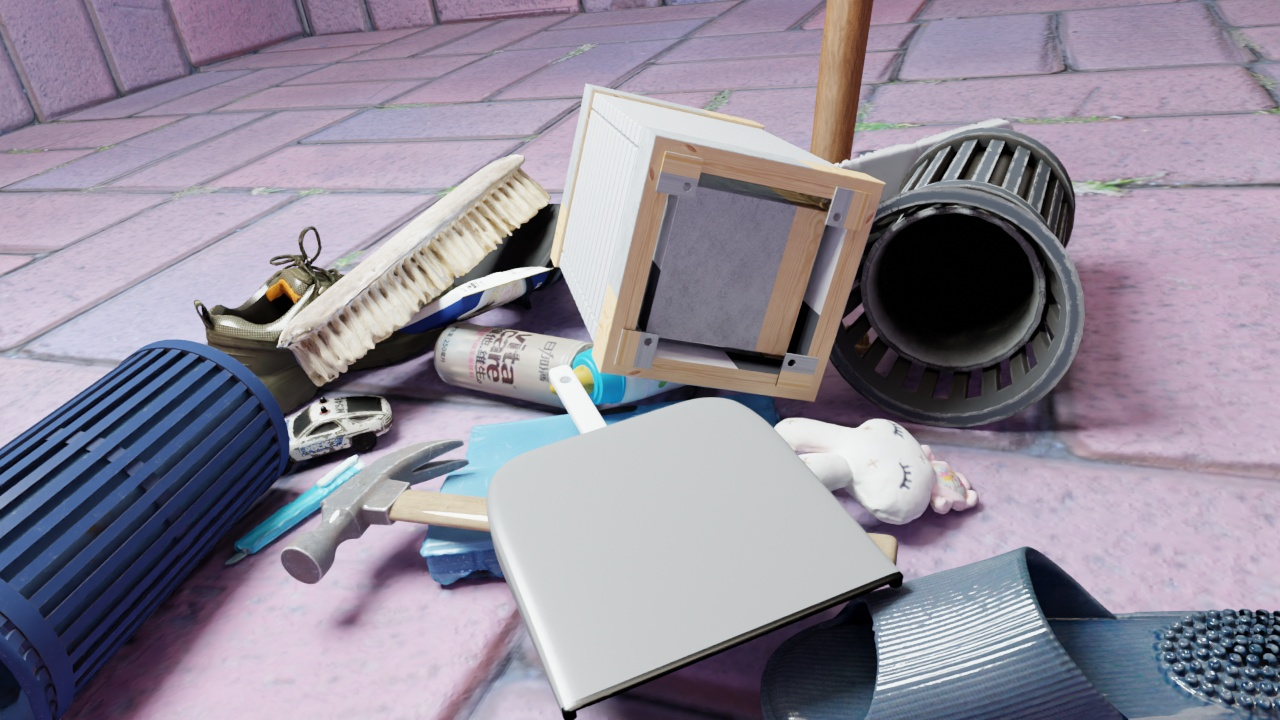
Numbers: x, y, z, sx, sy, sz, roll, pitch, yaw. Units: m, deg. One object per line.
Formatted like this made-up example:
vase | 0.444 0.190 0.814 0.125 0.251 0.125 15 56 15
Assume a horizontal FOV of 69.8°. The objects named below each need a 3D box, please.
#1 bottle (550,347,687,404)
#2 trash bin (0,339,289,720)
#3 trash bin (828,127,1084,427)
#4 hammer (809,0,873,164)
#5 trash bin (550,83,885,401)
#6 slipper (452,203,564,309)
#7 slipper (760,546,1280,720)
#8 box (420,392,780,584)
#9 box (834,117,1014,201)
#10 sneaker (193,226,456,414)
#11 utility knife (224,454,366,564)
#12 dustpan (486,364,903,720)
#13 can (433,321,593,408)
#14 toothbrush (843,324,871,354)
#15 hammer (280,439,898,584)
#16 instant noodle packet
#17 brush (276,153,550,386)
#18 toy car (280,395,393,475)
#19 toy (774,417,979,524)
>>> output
bottle | -0.004 0.004 0.681 0.145 0.051 0.051 -16 28 -34
trash bin | -0.323 0.094 0.540 0.139 0.139 0.248 -2 28 13
trash bin | 0.240 -0.078 0.677 0.164 0.164 0.226 6 28 25
hammer | 0.187 -0.243 0.840 0.157 0.301 0.037 -10 26 -27
trash bin | 0.034 -0.095 0.650 0.142 0.143 0.246 8 21 -16
slipper | -0.112 -0.098 0.903 0.266 0.083 0.109 15 75 57
slipper | 0.183 0.123 0.401 0.264 0.083 0.101 -4 27 8
box | -0.015 0.072 0.607 0.231 0.033 0.174 -8 26 2
box | 0.236 -0.137 0.815 0.209 0.130 0.034 -17 42 -14
sneaker | -0.276 -0.059 0.797 0.101 0.143 0.237 19 38 41
utility knife | -0.236 0.101 0.629 0.022 0.015 0.116 11 36 37
dustpan | -0.005 0.065 0.497 0.163 0.033 0.257 -17 38 -16
can | -0.098 0.003 0.727 0.136 0.054 0.054 10 33 31
toothbrush | 0.134 -0.039 0.780 0.016 0.016 0.167 -25 32 -24
hammer | -0.031 0.089 0.504 0.332 0.031 0.119 1 30 22
instant noodle packet | -0.141 -0.051 0.770 0.086 0.026 0.135 -23 4 -39
brush | -0.179 -0.083 0.756 0.083 0.056 0.270 -7 34 50
toy car | -0.245 0.052 0.694 0.112 0.040 0.048 -17 28 -13
toy | 0.141 0.063 0.542 0.125 0.037 0.075 12 35 -1
